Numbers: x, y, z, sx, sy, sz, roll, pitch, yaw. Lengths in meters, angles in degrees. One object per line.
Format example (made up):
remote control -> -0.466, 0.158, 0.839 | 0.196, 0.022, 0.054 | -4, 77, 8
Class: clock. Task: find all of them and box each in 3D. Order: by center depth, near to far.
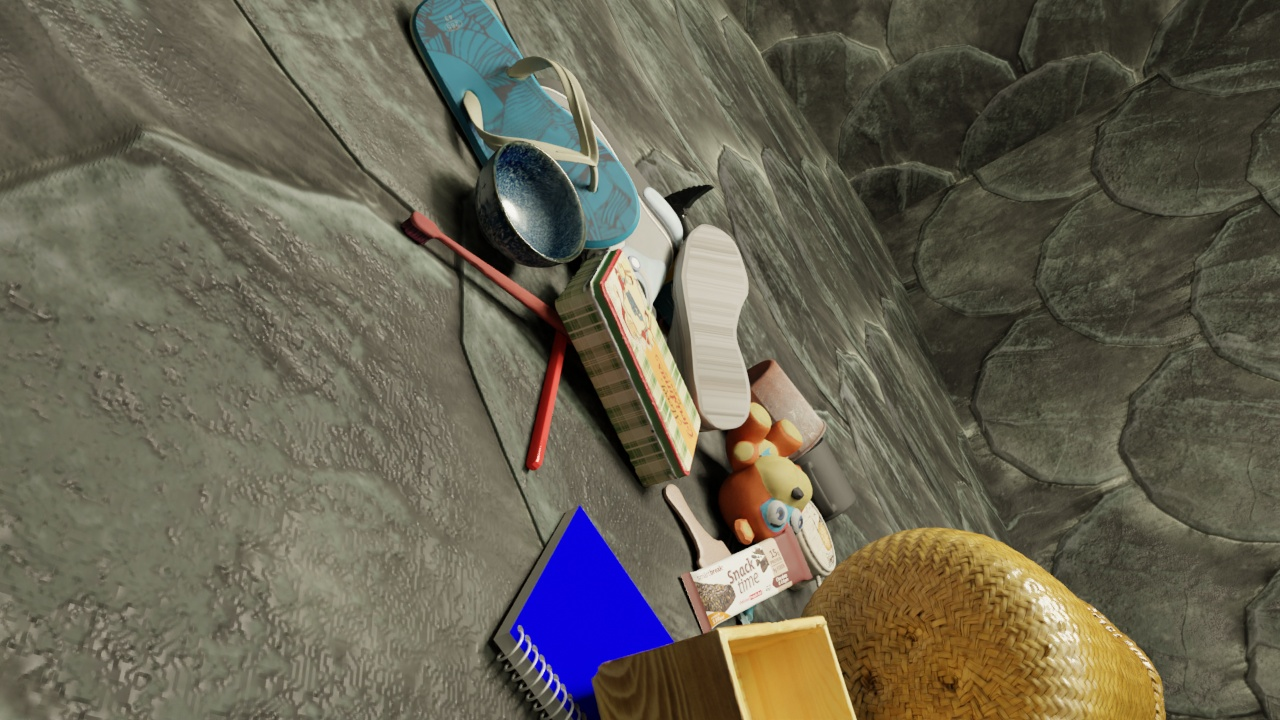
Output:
clock -> 0.178, 0.187, 1.059 | 0.157, 0.061, 0.103 | 66, 22, 5

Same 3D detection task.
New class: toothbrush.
toothbrush -> -0.120, -0.065, 0.761 | 0.189, 0.016, 0.016 | 36, 33, -40
toothbrush -> -0.072, 0.022, 0.781 | 0.018, 0.012, 0.212 | 49, 25, -27

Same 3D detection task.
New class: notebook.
notebook -> -0.015, 0.230, 0.655 | 0.209, 0.022, 0.171 | 57, 21, -11

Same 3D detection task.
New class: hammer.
hammer -> 0.097, -0.068, 1.177 | 0.015, 0.095, 0.324 | 1, 70, -64

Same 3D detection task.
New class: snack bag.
snack bag -> 0.104, 0.204, 0.869 | 0.157, 0.013, 0.057 | -12, 75, -41

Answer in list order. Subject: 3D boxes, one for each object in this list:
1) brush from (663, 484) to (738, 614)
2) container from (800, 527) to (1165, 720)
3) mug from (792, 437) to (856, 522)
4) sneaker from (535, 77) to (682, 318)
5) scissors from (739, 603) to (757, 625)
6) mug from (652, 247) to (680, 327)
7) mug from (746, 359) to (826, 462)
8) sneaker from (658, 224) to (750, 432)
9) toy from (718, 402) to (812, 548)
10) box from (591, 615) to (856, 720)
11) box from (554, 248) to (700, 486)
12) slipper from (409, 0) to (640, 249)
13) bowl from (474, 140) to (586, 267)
brush -> 0.059, 0.179, 0.878 | 0.135, 0.015, 0.049 | 57, 35, 5
container -> 0.287, 0.315, 0.846 | 0.196, 0.308, 0.306 | 28, 39, -41
mug -> 0.215, 0.155, 1.141 | 0.088, 0.078, 0.113 | 61, 8, -2
sneaker -> -0.058, -0.154, 0.936 | 0.256, 0.093, 0.160 | 48, 35, -27
scissors -> 0.098, 0.244, 0.886 | 0.076, 0.015, 0.141 | 50, 20, -30
mug -> 0.059, -0.063, 1.084 | 0.121, 0.078, 0.078 | 55, 23, -26
mug -> 0.152, 0.070, 1.095 | 0.110, 0.096, 0.122 | 47, 25, -5
sneaker -> 0.061, -0.030, 1.001 | 0.099, 0.090, 0.235 | 12, 67, -30
toy -> 0.131, 0.138, 0.977 | 0.112, 0.096, 0.175 | 26, 66, -41
box -> 0.199, 0.294, 0.593 | 0.279, 0.337, 0.285 | 30, 43, -64
box -> -0.005, 0.005, 0.854 | 0.117, 0.051, 0.205 | -63, 132, -63
slipper -> -0.109, -0.228, 0.863 | 0.295, 0.118, 0.060 | 53, -15, -3
bowl -> -0.107, -0.129, 0.809 | 0.114, 0.061, 0.114 | 31, 48, -43
